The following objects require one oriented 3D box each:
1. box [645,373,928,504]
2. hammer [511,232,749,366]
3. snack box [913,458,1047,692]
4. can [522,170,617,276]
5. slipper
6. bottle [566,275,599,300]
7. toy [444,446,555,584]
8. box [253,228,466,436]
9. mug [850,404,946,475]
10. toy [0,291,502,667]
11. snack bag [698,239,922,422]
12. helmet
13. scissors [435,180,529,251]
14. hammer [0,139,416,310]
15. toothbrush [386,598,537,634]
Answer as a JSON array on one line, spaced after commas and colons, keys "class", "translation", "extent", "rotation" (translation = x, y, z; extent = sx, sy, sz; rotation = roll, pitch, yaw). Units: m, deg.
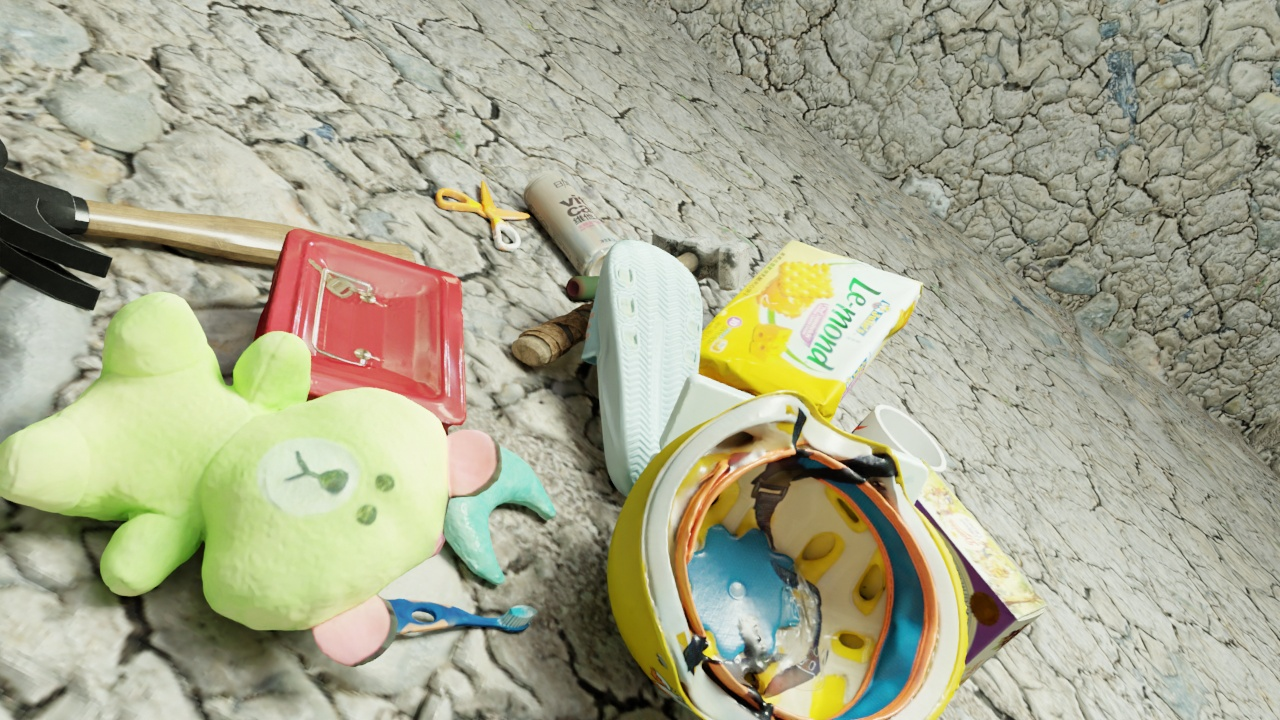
[{"class": "box", "translation": [0.101, 0.100, 0.691], "extent": [0.197, 0.135, 0.040], "rotation": [22, 18, -8]}, {"class": "hammer", "translation": [-0.011, -0.063, 0.893], "extent": [0.122, 0.049, 0.317], "rotation": [14, 29, 30]}, {"class": "snack box", "translation": [0.222, 0.179, 0.734], "extent": [0.040, 0.144, 0.148], "rotation": [-8, 49, -34]}, {"class": "can", "translation": [-0.072, -0.145, 0.999], "extent": [0.054, 0.054, 0.135], "rotation": [1, 44, -50]}, {"class": "slipper", "translation": [-0.005, 0.005, 0.780], "extent": [0.104, 0.074, 0.245], "rotation": [21, 57, -36]}, {"class": "bottle", "translation": [-0.038, -0.077, 0.963], "extent": [0.025, 0.025, 0.105], "rotation": [48, 28, 20]}, {"class": "toy", "translation": [-0.101, 0.093, 0.606], "extent": [0.085, 0.033, 0.105], "rotation": [50, 28, -6]}, {"class": "box", "translation": [-0.184, 0.004, 0.590], "extent": [0.129, 0.093, 0.157], "rotation": [21, 34, -26]}, {"class": "mug", "translation": [0.260, 0.111, 0.957], "extent": [0.121, 0.090, 0.091], "rotation": [11, 37, -42]}, {"class": "toy", "translation": [-0.190, 0.060, 0.459], "extent": [0.197, 0.107, 0.149], "rotation": [35, 62, -16]}, {"class": "snack bag", "translation": [0.167, -0.023, 0.945], "extent": [0.160, 0.068, 0.246], "rotation": [27, 54, 28]}, {"class": "helmet", "translation": [0.081, 0.146, 0.605], "extent": [0.240, 0.140, 0.208], "rotation": [38, 64, -17]}, {"class": "scissors", "translation": [-0.155, -0.151, 0.953], "extent": [0.125, 0.011, 0.128], "rotation": [-6, 51, -53]}, {"class": "hammer", "translation": [-0.291, -0.084, 0.652], "extent": [0.304, 0.040, 0.132], "rotation": [4, 38, -50]}, {"class": "toothbrush", "translation": [-0.115, 0.145, 0.517], "extent": [0.135, 0.017, 0.021], "rotation": [14, 33, -40]}]
